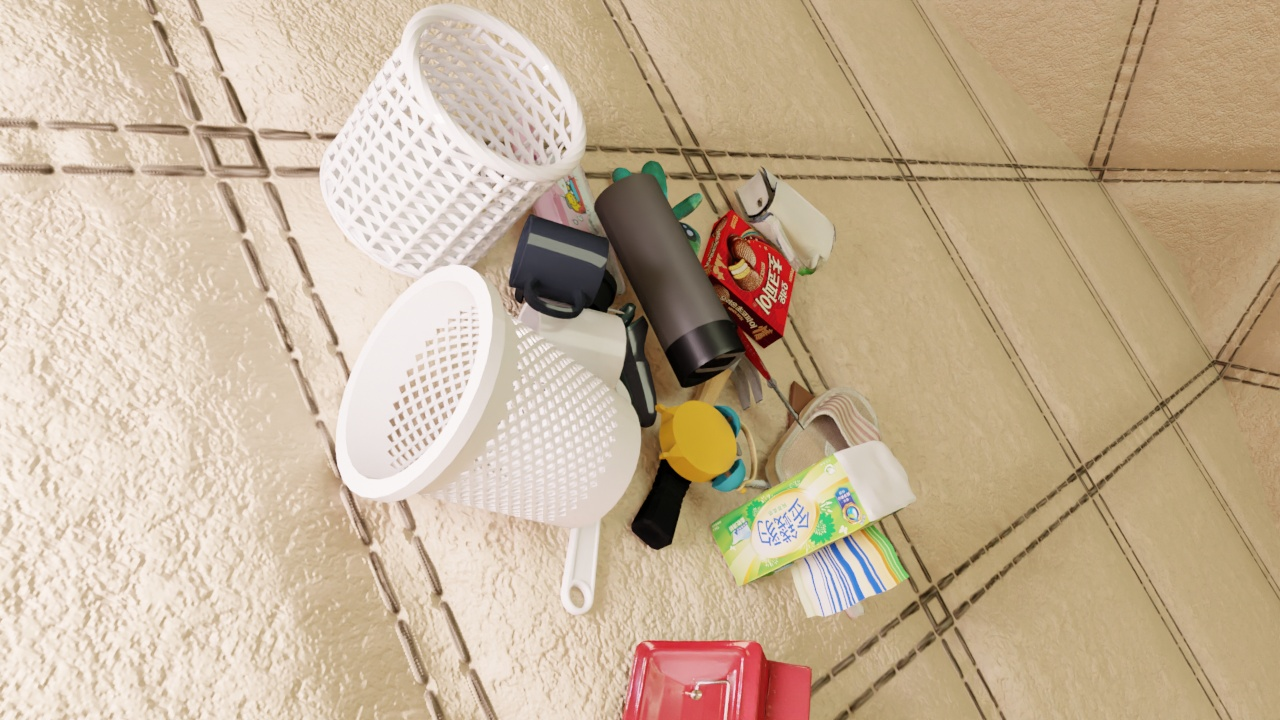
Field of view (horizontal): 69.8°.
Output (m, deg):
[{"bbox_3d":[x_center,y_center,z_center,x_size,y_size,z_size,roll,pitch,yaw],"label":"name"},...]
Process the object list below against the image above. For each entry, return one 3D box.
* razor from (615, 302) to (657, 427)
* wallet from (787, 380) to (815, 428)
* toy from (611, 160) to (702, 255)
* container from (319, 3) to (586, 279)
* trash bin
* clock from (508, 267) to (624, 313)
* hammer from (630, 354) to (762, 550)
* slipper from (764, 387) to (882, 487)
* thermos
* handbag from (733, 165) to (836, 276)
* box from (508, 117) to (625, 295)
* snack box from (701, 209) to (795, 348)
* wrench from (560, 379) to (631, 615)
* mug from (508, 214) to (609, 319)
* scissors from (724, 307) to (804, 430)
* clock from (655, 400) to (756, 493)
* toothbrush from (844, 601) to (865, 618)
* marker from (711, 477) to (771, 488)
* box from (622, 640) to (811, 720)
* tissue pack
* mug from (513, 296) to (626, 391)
[{"bbox_3d":[-0.006,0.006,1.020,0.052,0.047,0.142,-8,70,-21],"label":"razor"},{"bbox_3d":[0.244,0.089,1.230,0.121,0.013,0.087,36,43,-21],"label":"wallet"},{"bbox_3d":[0.021,-0.167,1.153,0.130,0.072,0.193,-15,65,-8],"label":"toy"},{"bbox_3d":[-0.181,-0.201,0.876,0.189,0.187,0.189,25,47,-31],"label":"container"},{"bbox_3d":[-0.115,0.051,0.780,0.199,0.196,0.195,30,44,-40],"label":"trash bin"},{"bbox_3d":[-0.082,-0.073,0.964,0.120,0.091,0.042,33,53,-33],"label":"clock"},{"bbox_3d":[0.060,0.077,1.038,0.131,0.039,0.327,43,41,-15],"label":"hammer"},{"bbox_3d":[0.246,0.107,1.169,0.262,0.052,0.115,-31,87,-48],"label":"slipper"},{"bbox_3d":[0.032,-0.092,1.043,0.082,0.082,0.240,-5,63,-47],"label":"thermos"},{"bbox_3d":[0.221,-0.187,1.320,0.151,0.074,0.175,34,29,-32],"label":"handbag"},{"bbox_3d":[-0.094,-0.170,1.058,0.153,0.067,0.201,32,36,-66],"label":"box"},{"bbox_3d":[0.147,-0.113,1.260,0.132,0.036,0.151,39,42,-18],"label":"snack box"},{"bbox_3d":[-0.048,0.122,0.913,0.066,0.018,0.272,30,46,-28],"label":"wrench"},{"bbox_3d":[-0.078,-0.081,0.863,0.077,0.071,0.104,16,46,-15],"label":"mug"},{"bbox_3d":[0.136,-0.004,1.106,0.179,0.015,0.185,57,5,30],"label":"scissors"},{"bbox_3d":[0.073,0.090,0.982,0.129,0.044,0.099,17,54,-30],"label":"clock"},{"bbox_3d":[0.205,0.232,1.086,0.181,0.018,0.015,52,39,-1],"label":"toothbrush"},{"bbox_3d":[0.136,0.145,1.084,0.152,0.011,0.011,14,54,-39],"label":"marker"},{"bbox_3d":[0.084,0.359,0.824,0.156,0.157,0.170,-74,146,-44],"label":"box"},{"bbox_3d":[0.193,0.189,0.962,0.120,0.198,0.141,-11,69,-42],"label":"tissue pack"},{"bbox_3d":[-0.079,-0.014,0.921,0.090,0.091,0.121,13,11,-23],"label":"mug"}]
